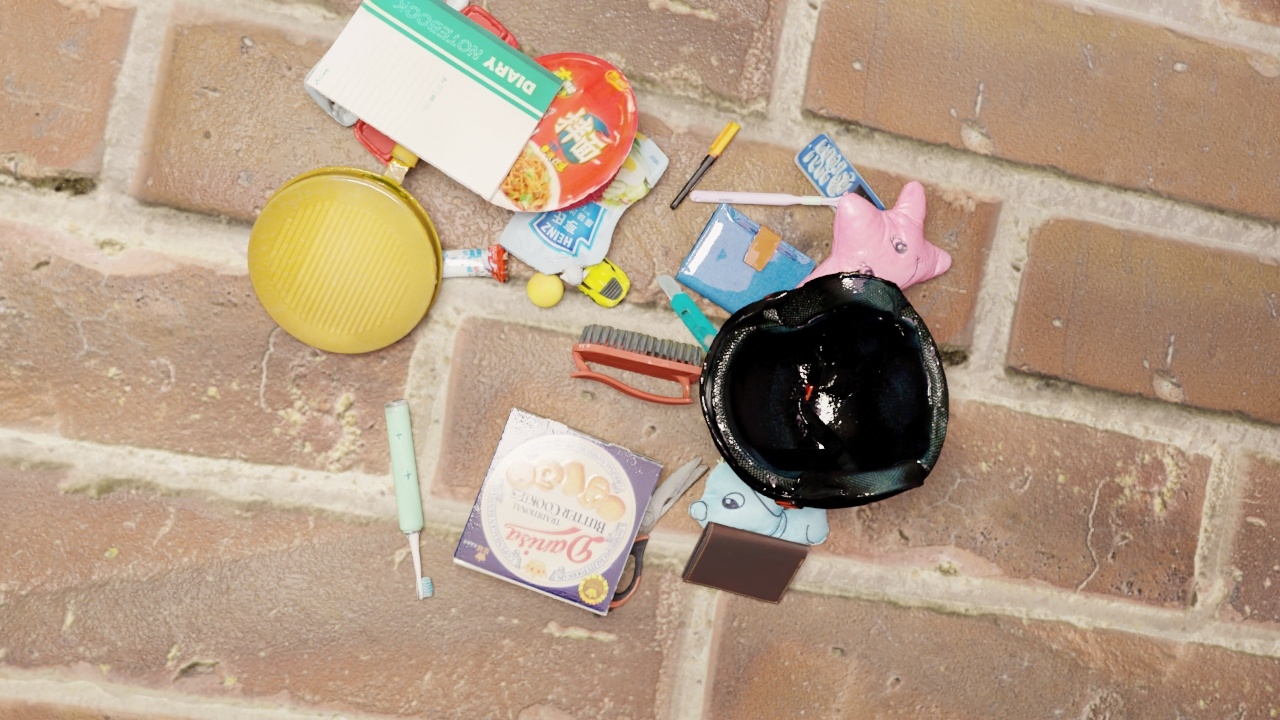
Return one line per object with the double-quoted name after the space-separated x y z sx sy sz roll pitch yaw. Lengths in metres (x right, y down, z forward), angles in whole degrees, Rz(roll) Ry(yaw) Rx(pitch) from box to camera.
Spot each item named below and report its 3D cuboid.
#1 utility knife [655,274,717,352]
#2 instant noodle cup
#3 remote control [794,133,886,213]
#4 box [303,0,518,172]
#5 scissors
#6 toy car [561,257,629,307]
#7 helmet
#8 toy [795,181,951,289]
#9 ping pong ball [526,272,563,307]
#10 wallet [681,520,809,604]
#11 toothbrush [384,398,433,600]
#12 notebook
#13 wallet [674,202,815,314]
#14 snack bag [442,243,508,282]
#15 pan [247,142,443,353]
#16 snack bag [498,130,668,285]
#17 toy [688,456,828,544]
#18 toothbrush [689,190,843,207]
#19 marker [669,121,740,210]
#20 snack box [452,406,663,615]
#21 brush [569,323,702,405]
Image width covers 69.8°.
0.076 -0.028 1.060 0.029 0.013 0.179 -39 96 -7 "utility knife"
-0.089 -0.230 0.978 0.194 0.066 0.193 -5 69 13 "instant noodle cup"
0.233 -0.204 1.071 0.049 0.024 0.125 -42 101 -5 "remote control"
-0.242 -0.315 0.980 0.201 0.073 0.154 -48 119 -4 "box"
0.005 0.203 1.057 0.207 0.015 0.192 -7 92 -7 "scissors"
-0.059 -0.103 1.030 0.105 0.032 0.048 39 87 -6 "toy car"
0.184 0.041 0.970 0.274 0.230 0.233 0 78 -9 "helmet"
0.256 -0.116 1.042 0.194 0.074 0.178 -38 121 -2 "toy"
-0.106 -0.079 1.019 0.040 0.040 0.040 0 92 -8 "ping pong ball"
0.119 0.234 1.052 0.122 0.020 0.097 16 122 -9 "wallet"
-0.255 0.154 1.013 0.027 0.026 0.224 -8 93 -30 "toothbrush"
-0.203 -0.279 0.925 0.209 0.012 0.150 32 82 -8 "notebook"
0.121 -0.104 1.054 0.133 0.040 0.106 32 91 -9 "wallet"
-0.197 -0.107 1.013 0.104 0.026 0.048 1 83 -8 "snack bag"
-0.268 -0.172 0.958 0.197 0.078 0.358 29 105 -15 "pan"
-0.062 -0.176 1.011 0.110 0.039 0.191 35 81 0 "snack bag"
0.139 0.166 1.057 0.161 0.050 0.156 -25 102 -5 "toy"
0.151 -0.183 1.052 0.189 0.021 0.029 3 131 1 "toothbrush"
0.072 -0.223 1.051 0.015 0.018 0.124 37 87 -8 "marker"
-0.089 0.166 1.017 0.178 0.046 0.182 21 85 -4 "snack box"
-0.006 0.006 1.025 0.146 0.063 0.069 13 76 -7 "brush"
